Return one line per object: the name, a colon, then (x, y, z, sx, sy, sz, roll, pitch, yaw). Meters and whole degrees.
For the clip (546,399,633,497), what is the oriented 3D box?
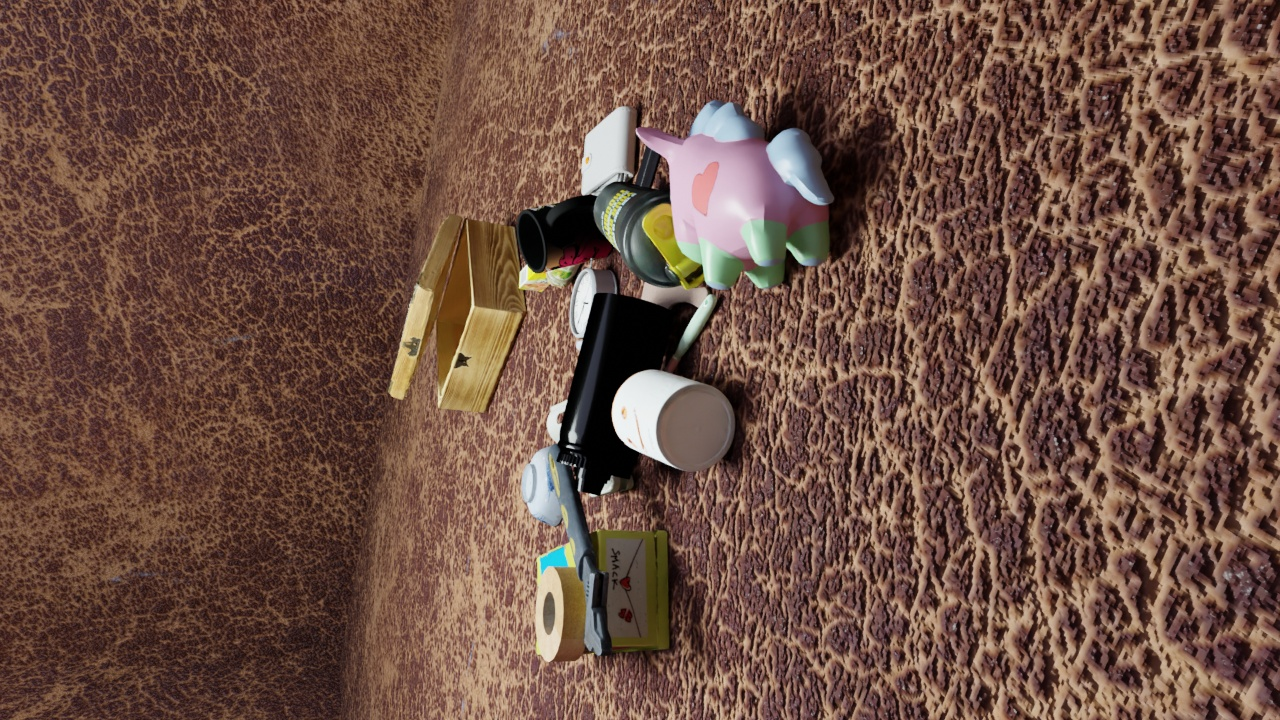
clip: (-0.057, 0.080, 1.041, 0.127, 0.101, 0.152, -25, 55, 53)

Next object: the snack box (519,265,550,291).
snack box: (-0.146, -0.140, 1.398, 0.148, 0.040, 0.029, 151, 122, -64)

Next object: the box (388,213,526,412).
box: (-0.340, -0.094, 1.671, 0.280, 0.192, 0.250, 116, 153, -42)

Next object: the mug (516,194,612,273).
mug: (-0.091, -0.170, 1.162, 0.082, 0.098, 0.118, 64, 151, 16)

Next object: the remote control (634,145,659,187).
remote control: (-0.003, -0.199, 1.101, 0.032, 0.015, 0.137, -120, 42, -56)

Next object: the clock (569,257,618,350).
clock: (-0.060, -0.061, 1.171, 0.095, 0.035, 0.122, 130, 142, -54)

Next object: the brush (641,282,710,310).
brush: (0.040, -0.071, 0.964, 0.136, 0.015, 0.050, 20, 98, 61)

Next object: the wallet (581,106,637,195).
wallet: (-0.041, -0.251, 1.183, 0.119, 0.037, 0.115, -17, 68, 62)

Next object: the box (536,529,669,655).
box: (-0.047, 0.256, 0.995, 0.222, 0.079, 0.124, 136, 135, -60)

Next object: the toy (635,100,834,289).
toy: (0.086, -0.147, 0.761, 0.223, 0.120, 0.171, 155, 110, -65)

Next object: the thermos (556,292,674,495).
thermos: (-0.030, 0.038, 0.941, 0.086, 0.086, 0.198, -3, 72, 68)

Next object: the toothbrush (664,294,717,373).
toothbrush: (0.042, -0.014, 0.933, 0.022, 0.015, 0.155, 60, 142, 26)

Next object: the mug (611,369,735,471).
mug: (0.029, 0.054, 0.858, 0.105, 0.082, 0.082, -166, 84, -66)

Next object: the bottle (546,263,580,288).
bottle: (-0.100, -0.150, 1.286, 0.111, 0.043, 0.043, 122, 148, -46)

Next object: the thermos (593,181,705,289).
thermos: (0.009, -0.139, 0.963, 0.221, 0.098, 0.098, -132, 53, -67)

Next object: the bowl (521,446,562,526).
bowl: (-0.136, 0.171, 1.271, 0.114, 0.045, 0.114, -173, 90, -68)

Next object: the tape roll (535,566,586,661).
tape roll: (-0.080, 0.257, 0.933, 0.094, 0.027, 0.094, -174, 90, -68)

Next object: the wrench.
wrench: (-0.061, 0.178, 0.915, 0.273, 0.022, 0.073, -114, 30, -51)
